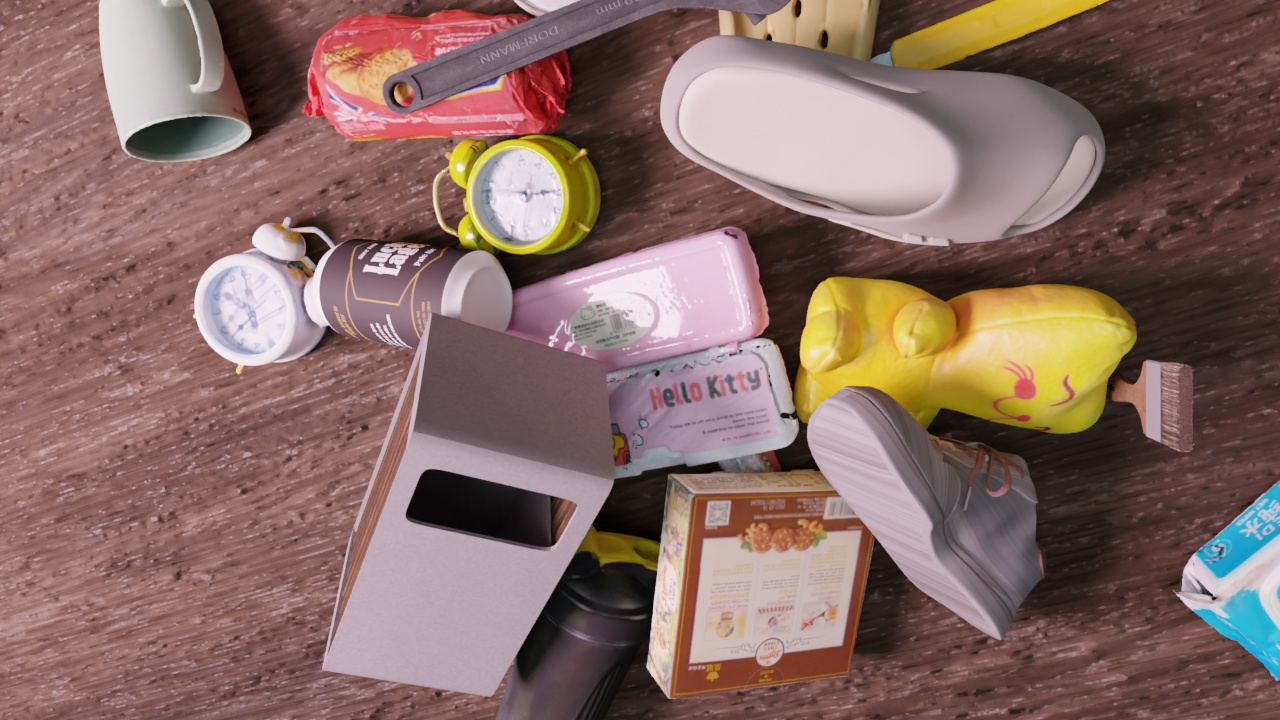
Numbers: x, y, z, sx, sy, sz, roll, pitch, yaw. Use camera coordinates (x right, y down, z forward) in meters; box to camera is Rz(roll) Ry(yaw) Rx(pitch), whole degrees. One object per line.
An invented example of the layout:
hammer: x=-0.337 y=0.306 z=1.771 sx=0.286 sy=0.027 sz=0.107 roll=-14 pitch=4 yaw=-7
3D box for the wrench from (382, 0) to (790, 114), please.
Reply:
wrench: x=-0.031 y=-0.200 z=0.539 sx=0.273 sy=0.018 sz=0.073 roll=-17 pitch=106 yaw=15

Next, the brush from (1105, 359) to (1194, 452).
brush: x=0.289 y=0.020 z=0.537 sx=0.008 sy=0.143 sz=0.045 roll=-2 pitch=93 yaw=10

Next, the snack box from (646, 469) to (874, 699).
snack box: x=0.084 y=0.149 z=0.625 sx=0.143 sy=0.041 sz=0.147 roll=1 pitch=104 yaw=-21

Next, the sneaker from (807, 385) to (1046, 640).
sneaker: x=0.192 y=0.078 z=0.575 sx=0.089 sy=0.099 sz=0.236 roll=-48 pitch=124 yaw=-13

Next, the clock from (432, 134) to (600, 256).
clock: x=-0.086 y=-0.111 z=0.627 sx=0.119 sy=0.057 sz=0.083 roll=-1 pitch=103 yaw=18

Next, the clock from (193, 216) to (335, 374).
clock: x=-0.270 y=-0.049 z=0.680 sx=0.125 sy=0.052 sz=0.089 roll=-38 pitch=92 yaw=13

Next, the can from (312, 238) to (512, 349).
can: x=-0.156 y=-0.044 z=0.631 sx=0.129 sy=0.071 sz=0.072 roll=9 pitch=105 yaw=28

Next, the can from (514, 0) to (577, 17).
can: x=-0.049 y=-0.261 z=0.592 sx=0.086 sy=0.043 sz=0.086 roll=2 pitch=102 yaw=9

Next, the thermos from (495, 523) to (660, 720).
thermos: x=-0.054 y=0.224 z=0.678 sx=0.098 sy=0.098 sz=0.221 roll=23 pitch=110 yaw=5

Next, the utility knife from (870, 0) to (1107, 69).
utility knife: x=0.221 y=-0.211 z=0.565 sx=0.159 sy=0.017 sz=0.030 roll=-18 pitch=93 yaw=14

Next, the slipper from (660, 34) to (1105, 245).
slipper: x=0.141 y=-0.115 z=0.534 sx=0.266 sy=0.080 sz=0.113 roll=13 pitch=131 yaw=-5

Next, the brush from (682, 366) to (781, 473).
brush: x=0.042 y=0.025 z=0.645 sx=0.041 sy=0.030 sz=0.172 roll=-33 pitch=94 yaw=16

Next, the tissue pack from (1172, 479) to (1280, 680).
tissue pack: x=0.426 y=0.129 z=0.577 sx=0.093 sy=0.061 sz=0.145 roll=40 pitch=106 yaw=1

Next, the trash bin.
trash bin: x=-0.116 y=0.102 z=0.600 sx=0.114 sy=0.114 sz=0.229 roll=16 pitch=125 yaw=-18

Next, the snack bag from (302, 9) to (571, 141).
snack bag: x=-0.132 y=-0.189 z=0.608 sx=0.176 sy=0.082 sz=0.082 roll=0 pitch=102 yaw=10

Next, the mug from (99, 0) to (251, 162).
mug: x=-0.318 y=-0.206 z=0.629 sx=0.112 sy=0.084 sz=0.104 roll=-18 pitch=87 yaw=43

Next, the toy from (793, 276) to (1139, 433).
toy: x=0.195 y=-0.004 z=0.581 sx=0.194 sy=0.134 sz=0.087 roll=2 pitch=59 yaw=15

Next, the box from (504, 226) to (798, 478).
box: x=-0.003 y=0.004 z=0.627 sx=0.202 sy=0.037 sz=0.152 roll=-14 pitch=92 yaw=25

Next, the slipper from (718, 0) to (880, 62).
slipper: x=0.097 y=-0.245 z=0.551 sx=0.111 sy=0.079 sz=0.261 roll=1 pitch=103 yaw=7
